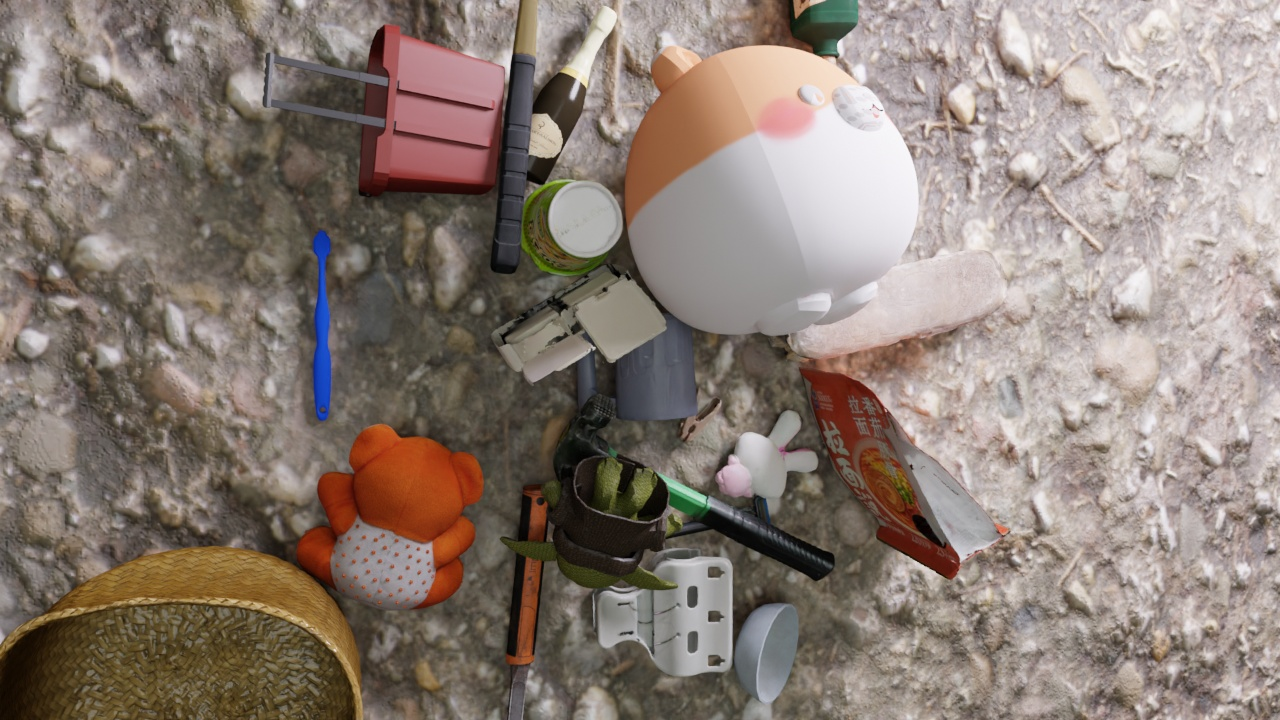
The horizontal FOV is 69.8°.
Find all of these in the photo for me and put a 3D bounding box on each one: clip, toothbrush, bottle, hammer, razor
[{"bbox_3d":[0.022,0.263,0.970,0.152,0.095,0.126,-1,93,7],"label":"clip"},{"bbox_3d":[0.054,0.055,0.968,0.041,0.024,0.061,41,88,-13],"label":"clip"},{"bbox_3d":[-0.305,-0.033,0.881,0.016,0.018,0.182,1,97,-14],"label":"toothbrush"},{"bbox_3d":[0.189,-0.367,0.949,0.061,0.061,0.131,-5,95,-11],"label":"bottle"},{"bbox_3d":[0.058,0.148,0.932,0.318,0.032,0.131,27,127,-13],"label":"hammer"},{"bbox_3d":[0.068,0.177,0.984,0.144,0.022,0.043,-9,87,-7],"label":"razor"},{"bbox_3d":[-0.073,-0.264,0.901,0.045,0.045,0.184,28,87,-14],"label":"bottle"},{"bbox_3d":[-0.108,0.285,0.942,0.137,0.035,0.314,6,92,-14],"label":"hammer"},{"bbox_3d":[-0.109,-0.247,0.837,0.025,0.118,0.333,5,86,-12],"label":"hammer"}]

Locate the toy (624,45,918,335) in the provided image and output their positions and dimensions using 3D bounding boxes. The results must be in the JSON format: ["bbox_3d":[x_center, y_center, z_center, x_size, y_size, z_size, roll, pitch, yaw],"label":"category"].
[{"bbox_3d":[0.114,-0.162,0.845,0.262,0.267,0.280,-13,79,-40],"label":"toy"}]

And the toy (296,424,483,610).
[{"bbox_3d":[-0.231,0.149,0.879,0.163,0.093,0.172,20,102,-12],"label":"toy"}]

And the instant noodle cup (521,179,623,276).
[{"bbox_3d":[-0.062,-0.132,0.883,0.099,0.108,0.099,-1,93,-14],"label":"instant noodle cup"}]

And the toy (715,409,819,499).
[{"bbox_3d":[0.134,0.108,0.984,0.122,0.038,0.079,-26,95,-20],"label":"toy"}]

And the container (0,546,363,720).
[{"bbox_3d":[-0.393,0.319,0.793,0.306,0.197,0.307,-1,93,-15],"label":"container"}]

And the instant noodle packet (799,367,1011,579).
[{"bbox_3d":[0.255,0.097,0.948,0.084,0.164,0.221,-36,102,-7],"label":"instant noodle packet"}]

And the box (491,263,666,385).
[{"bbox_3d":[-0.061,-0.030,0.853,0.143,0.184,0.050,-32,107,-6],"label":"box"}]

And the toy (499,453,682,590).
[{"bbox_3d":[-0.033,0.156,0.880,0.179,0.078,0.153,17,129,-7],"label":"toy"}]

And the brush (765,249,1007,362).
[{"bbox_3d":[0.270,-0.059,0.995,0.271,0.057,0.083,-14,94,-13],"label":"brush"}]

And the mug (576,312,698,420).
[{"bbox_3d":[-0.006,0.005,0.929,0.124,0.083,0.104,-2,94,13],"label":"mug"}]

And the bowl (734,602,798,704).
[{"bbox_3d":[0.130,0.308,0.980,0.106,0.039,0.106,-20,115,-55],"label":"bowl"}]

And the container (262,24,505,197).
[{"bbox_3d":[-0.232,-0.221,0.825,0.200,0.127,0.148,4,93,-24],"label":"container"}]
